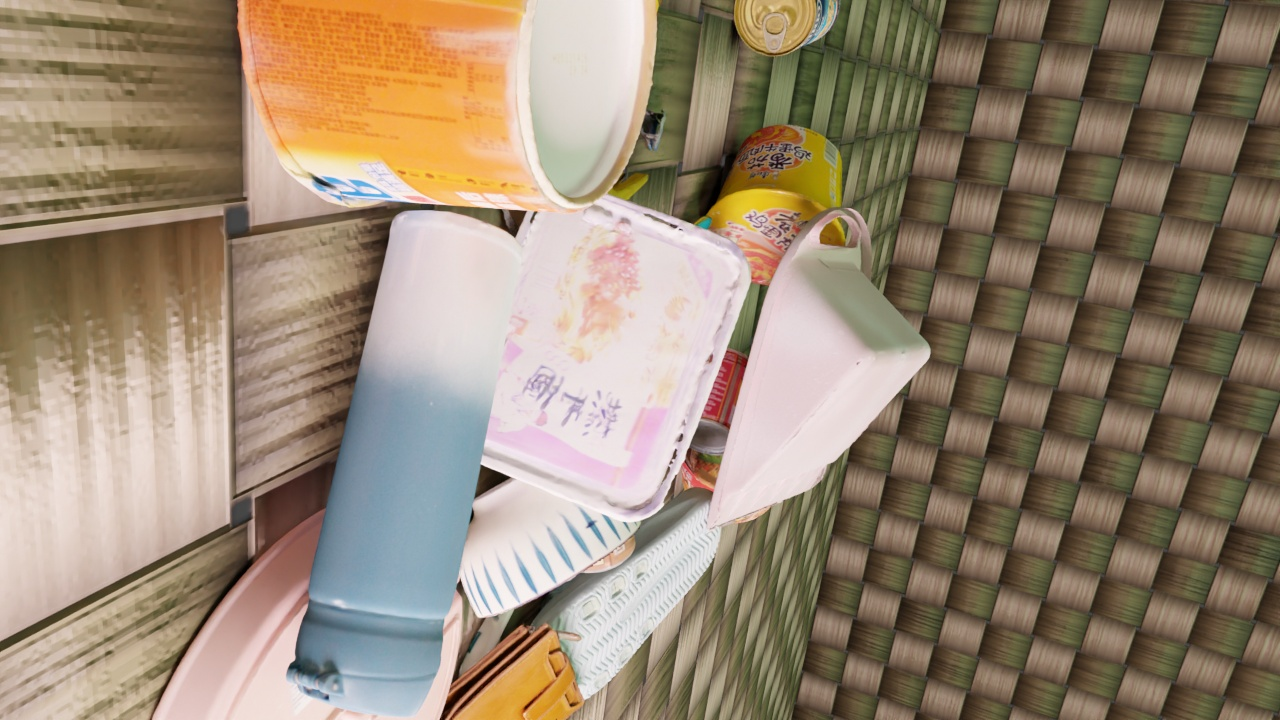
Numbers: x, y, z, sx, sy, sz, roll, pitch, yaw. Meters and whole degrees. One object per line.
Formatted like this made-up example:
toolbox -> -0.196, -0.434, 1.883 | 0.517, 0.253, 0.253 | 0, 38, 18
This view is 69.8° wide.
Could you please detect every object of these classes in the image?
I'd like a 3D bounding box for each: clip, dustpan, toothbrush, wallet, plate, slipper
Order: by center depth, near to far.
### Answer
plate -> -0.157, 0.182, 0.470 | 0.229, 0.028, 0.229 | 14, 89, -70
wallet -> -0.089, 0.241, 0.647 | 0.118, 0.035, 0.131 | -35, 143, -20
toothbrush -> -0.083, 0.149, 0.671 | 0.018, 0.016, 0.191 | -42, -164, 55
clip -> 0.011, -0.178, 0.697 | 0.056, 0.027, 0.024 | 31, 75, -80
slipper -> -0.020, 0.185, 0.775 | 0.244, 0.074, 0.104 | -36, 133, -36
dustpan -> 0.149, 0.005, 0.852 | 0.274, 0.139, 0.222 | -51, 156, 23

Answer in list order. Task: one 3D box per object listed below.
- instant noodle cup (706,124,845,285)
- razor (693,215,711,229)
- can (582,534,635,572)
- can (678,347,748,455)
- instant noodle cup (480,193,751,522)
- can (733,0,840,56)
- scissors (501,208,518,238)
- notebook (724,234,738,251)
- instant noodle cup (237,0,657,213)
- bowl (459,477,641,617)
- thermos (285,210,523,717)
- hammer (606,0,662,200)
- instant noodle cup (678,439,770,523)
instant noodle cup -> 0.139, -0.158, 0.911 | 0.138, 0.138, 0.109 | 76, 25, -54
razor -> 0.031, -0.069, 0.810 | 0.043, 0.028, 0.132 | 33, 77, -57
can -> -0.039, 0.089, 0.656 | 0.058, 0.059, 0.116 | -45, 133, -56
can -> 0.078, 0.040, 0.929 | 0.067, 0.066, 0.093 | 77, 28, -53
instant noodle cup -> -0.024, -0.005, 0.547 | 0.060, 0.138, 0.173 | 84, 27, -83
can -> 0.140, -0.332, 0.863 | 0.110, 0.075, 0.075 | -45, 145, -57
scissors -> -0.064, -0.041, 0.600 | 0.180, 0.014, 0.160 | -42, 140, -53
notebook -> 0.051, -0.017, 0.843 | 0.211, 0.012, 0.149 | 92, 16, -82
instant noodle cup -> -0.066, -0.129, 0.375 | 0.151, 0.111, 0.151 | 14, 89, -71
bowl -> -0.065, 0.103, 0.576 | 0.066, 0.117, 0.116 | 61, 25, 1
thermos -> -0.104, 0.045, 0.416 | 0.070, 0.070, 0.220 | 42, 55, -68
hammer -> 0.000, -0.238, 0.603 | 0.128, 0.033, 0.300 | 28, 77, -71
instant noodle cup -> 0.104, 0.105, 0.993 | 0.109, 0.138, 0.137 | 89, 23, -56
